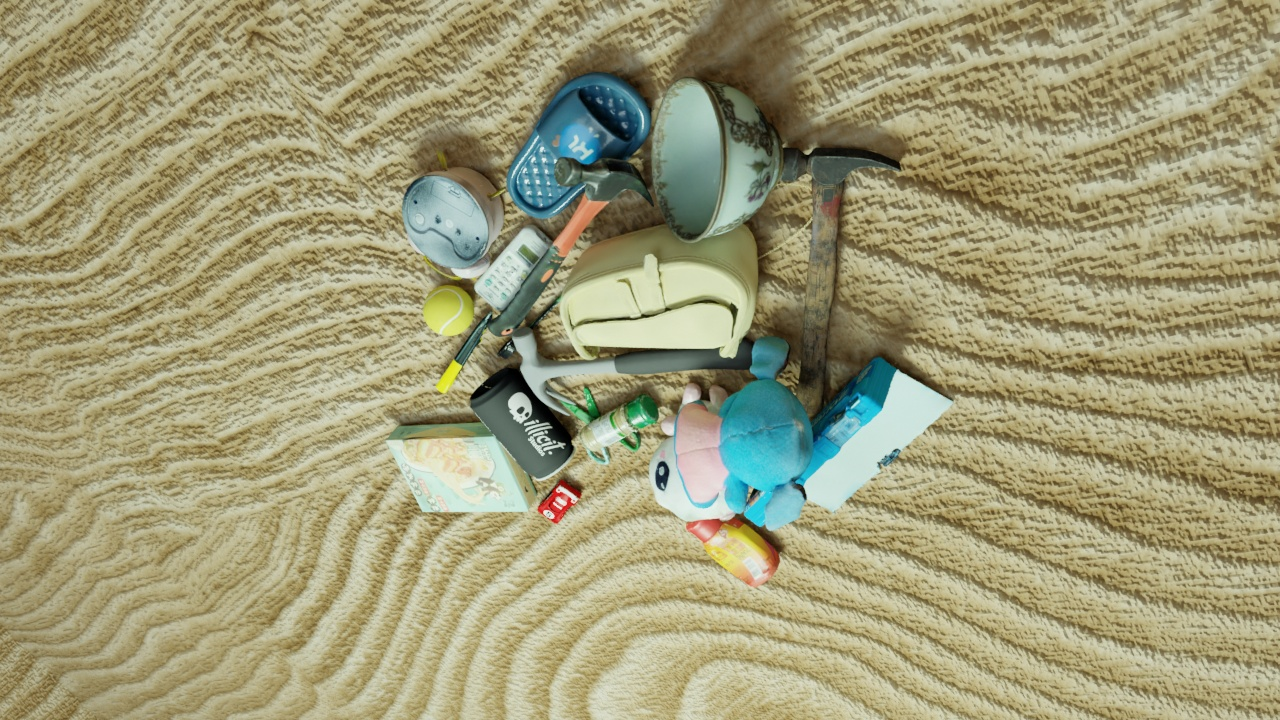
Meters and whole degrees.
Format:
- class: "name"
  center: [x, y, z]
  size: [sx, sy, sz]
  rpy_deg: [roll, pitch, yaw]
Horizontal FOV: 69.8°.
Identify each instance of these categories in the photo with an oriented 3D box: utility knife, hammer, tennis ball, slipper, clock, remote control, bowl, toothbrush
- class: "utility knife"
  center: [-0.235, -0.013, 1.239]
  size: [0.020, 0.028, 0.174]
  rpy_deg: [34, 129, -8]
- class: "hammer"
  center: [0.206, -0.075, 1.011]
  size: [0.120, 0.033, 0.331]
  rpy_deg: [5, 126, 11]
- class: "tennis ball"
  center: [-0.248, -0.065, 1.185]
  size: [0.065, 0.065, 0.065]
  rpy_deg: [11, 126, 15]
- class: "hammer"
  center: [-0.007, 0.006, 1.151]
  size: [0.311, 0.029, 0.125]
  rpy_deg: [-4, 123, 21]
- class: "slipper"
  center: [-0.079, -0.232, 1.007]
  size: [0.104, 0.059, 0.214]
  rpy_deg: [47, 128, -10]
- class: "clock"
  center: [-0.227, -0.162, 1.111]
  size: [0.117, 0.058, 0.158]
  rpy_deg: [29, 128, 7]
- class: "remote control"
  center: [-0.155, -0.115, 1.140]
  size: [0.050, 0.022, 0.134]
  rpy_deg: [43, 128, -9]
- class: "bowl"
  center: [0.085, -0.202, 0.922]
  size: [0.093, 0.159, 0.160]
  rpy_deg: [-7, 131, -22]
- class: "hammer"
  center: [-0.103, -0.120, 1.075]
  size: [0.334, 0.132, 0.033]
  rpy_deg: [-45, 60, 46]
- class: "toothbrush"
  center: [-0.129, -0.052, 1.179]
  size: [0.017, 0.014, 0.189]
  rpy_deg: [36, 130, -20]

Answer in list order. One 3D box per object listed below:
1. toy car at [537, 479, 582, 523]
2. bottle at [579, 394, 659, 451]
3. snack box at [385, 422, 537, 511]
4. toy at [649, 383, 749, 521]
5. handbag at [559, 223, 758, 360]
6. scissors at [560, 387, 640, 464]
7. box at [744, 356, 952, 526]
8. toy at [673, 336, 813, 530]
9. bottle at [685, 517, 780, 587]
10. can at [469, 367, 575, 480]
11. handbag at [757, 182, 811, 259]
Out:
- class: "toy car"
  center: [-0.120, 0.209, 1.346]
  size: [0.038, 0.025, 0.090]
  rpy_deg: [36, 128, -4]
- class: "bottle"
  center: [-0.029, 0.084, 1.203]
  size: [0.110, 0.042, 0.042]
  rpy_deg: [-29, 109, 26]
- class: "snack box"
  center: [-0.264, 0.159, 1.359]
  size: [0.194, 0.044, 0.141]
  rpy_deg: [-5, 122, 24]
- class: "toy"
  center: [0.079, 0.117, 1.164]
  size: [0.139, 0.101, 0.180]
  rpy_deg: [11, 108, 31]
- class: "handbag"
  center: [0.017, -0.066, 1.027]
  size: [0.233, 0.088, 0.191]
  rpy_deg: [0, 134, 17]
- class: "scissors"
  center: [-0.063, 0.093, 1.252]
  size: [0.131, 0.012, 0.113]
  rpy_deg: [35, 126, -3]
- class: "box"
  center: [0.243, 0.116, 1.084]
  size: [0.113, 0.113, 0.244]
  rpy_deg: [37, 129, 1]
- class: "toy"
  center: [0.114, 0.083, 1.046]
  size: [0.098, 0.223, 0.192]
  rpy_deg: [11, 160, -43]
- class: "bottle"
  center: [0.124, 0.250, 1.258]
  size: [0.134, 0.048, 0.072]
  rpy_deg: [39, 128, -7]
- class: "can"
  center: [-0.159, 0.086, 1.242]
  size: [0.080, 0.080, 0.146]
  rpy_deg: [-26, 110, 34]
- class: "handbag"
  center: [0.112, -0.145, 1.010]
  size: [0.178, 0.027, 0.084]
  rpy_deg: [-19, 115, 27]
